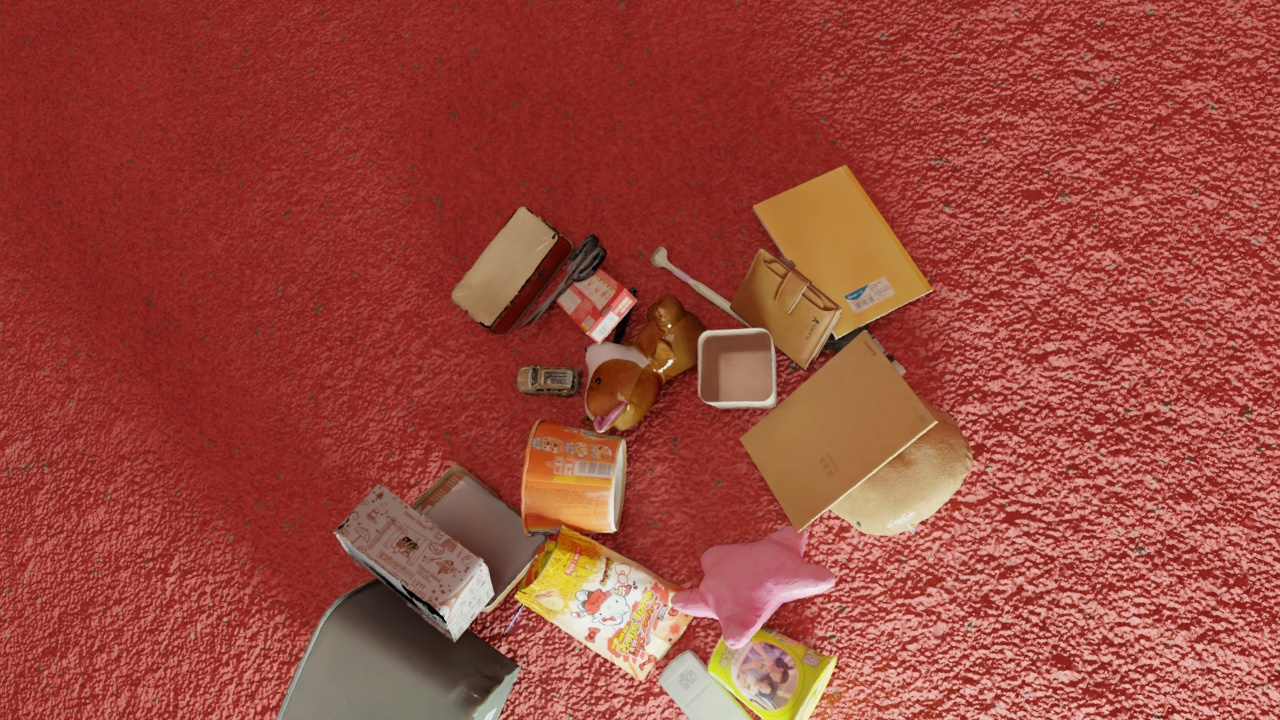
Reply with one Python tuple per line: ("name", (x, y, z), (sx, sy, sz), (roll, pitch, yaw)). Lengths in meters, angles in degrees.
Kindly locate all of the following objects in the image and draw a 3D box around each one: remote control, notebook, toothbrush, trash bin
("remote control", (0.089, 0.427, 1.125), (0.058, 0.021, 0.150), (-44, 73, 3))
("notebook", (0.231, 0.085, 1.103), (0.212, 0.012, 0.149), (-43, 52, 19))
("toothbrush", (-0.036, -0.014, 1.239), (0.016, 0.018, 0.181), (16, 83, 19))
("toothbrush", (-0.128, 0.288, 1.210), (0.017, 0.014, 0.189), (34, 90, 5))
("trash bin", (-0.290, 0.408, 1.141), (0.220, 0.198, 0.199), (25, 95, 10))
("notebook", (0.254, -0.142, 1.163), (0.145, 0.010, 0.206), (-26, 72, -12))
("toothbrush", (0.092, -0.089, 1.218), (0.189, 0.020, 0.029), (37, 121, 16))

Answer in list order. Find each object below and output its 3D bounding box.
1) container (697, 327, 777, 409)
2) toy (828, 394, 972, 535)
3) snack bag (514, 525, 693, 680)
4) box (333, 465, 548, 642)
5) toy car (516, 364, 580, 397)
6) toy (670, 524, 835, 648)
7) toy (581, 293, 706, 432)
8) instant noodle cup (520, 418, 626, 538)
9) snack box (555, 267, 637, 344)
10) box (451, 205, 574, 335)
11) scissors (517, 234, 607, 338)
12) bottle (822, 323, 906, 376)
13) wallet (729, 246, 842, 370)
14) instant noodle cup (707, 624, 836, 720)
("container", (0.125, 0.016, 1.142), (0.090, 0.111, 0.090), (-2, 79, 13))
("toy", (0.286, 0.144, 1.099), (0.226, 0.082, 0.143), (-38, 59, 8))
("snack bag", (-0.041, 0.297, 1.129), (0.208, 0.073, 0.128), (35, 89, -13))
("box", (-0.237, 0.215, 1.133), (0.181, 0.158, 0.204), (35, 58, 17))
("toy car", (-0.127, 0.026, 1.245), (0.090, 0.035, 0.042), (1, 79, 17))
("toy", (0.132, 0.256, 1.096), (0.194, 0.179, 0.075), (-29, 115, -22))
("toy", (-0.007, 0.007, 1.169), (0.130, 0.140, 0.199), (35, 86, -1))
("instant noodle cup", (-0.080, 0.153, 1.158), (0.111, 0.151, 0.151), (4, 81, 6))
("snack box", (-0.060, -0.078, 1.199), (0.075, 0.025, 0.153), (-49, 28, 1))
("box", (-0.180, -0.125, 1.260), (0.091, 0.077, 0.168), (39, 93, 17))
("scissors", (-0.105, -0.102, 1.249), (0.166, 0.014, 0.163), (-15, 45, 49))
("bottle", (0.252, -0.043, 1.156), (0.080, 0.044, 0.195), (-42, 74, -3))
("wallet", (0.180, -0.065, 1.139), (0.132, 0.031, 0.108), (42, 134, 21))
("instant noodle cup", (0.150, 0.365, 1.082), (0.123, 0.111, 0.111), (28, 88, 25))
